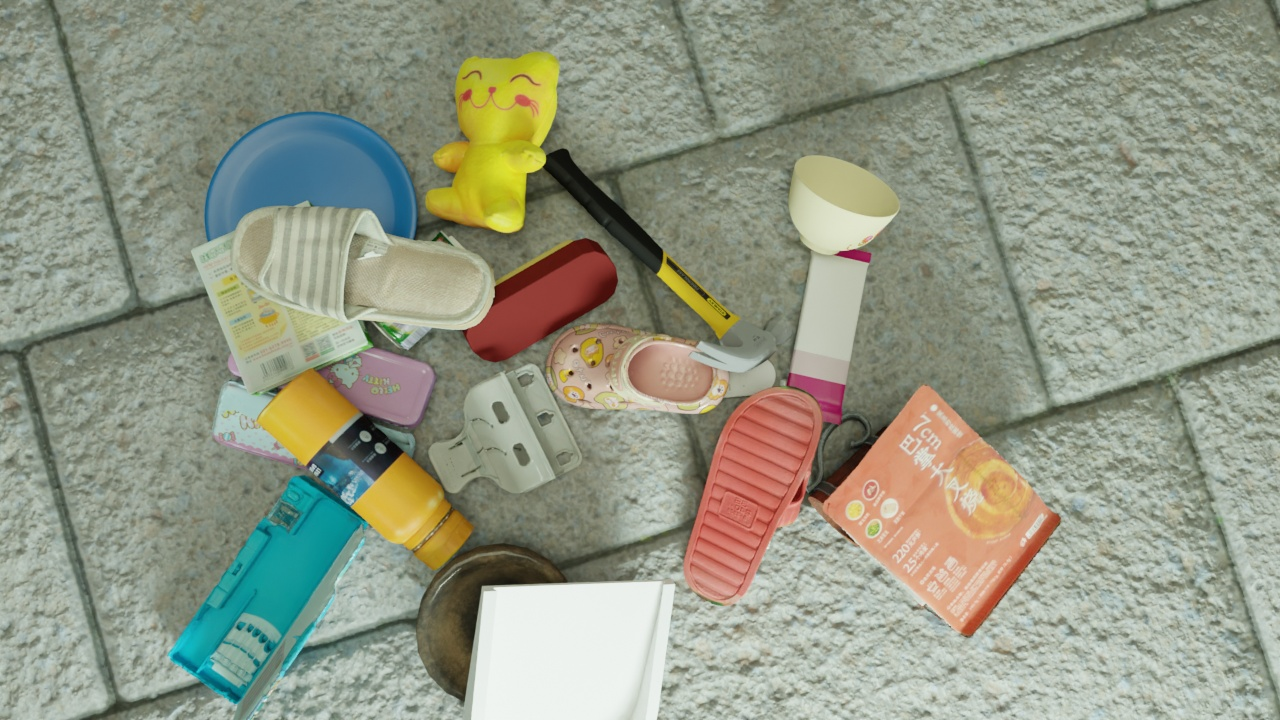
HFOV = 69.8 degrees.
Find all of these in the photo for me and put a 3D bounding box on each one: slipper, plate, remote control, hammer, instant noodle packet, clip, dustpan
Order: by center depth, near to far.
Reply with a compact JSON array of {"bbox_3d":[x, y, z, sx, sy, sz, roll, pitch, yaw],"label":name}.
[{"bbox_3d":[-0.072,0.342,0.899,0.191,0.053,0.258,3,111,-22],"label":"dustpan"},{"bbox_3d":[-0.280,-0.093,0.917,0.273,0.054,0.114,13,86,4],"label":"slipper"},{"bbox_3d":[0.297,0.149,0.924,0.221,0.084,0.164,42,86,-26],"label":"instant noodle packet"},{"bbox_3d":[-0.006,0.006,0.958,0.197,0.081,0.093,5,82,8],"label":"slipper"},{"bbox_3d":[-0.150,0.084,0.959,0.151,0.105,0.126,-25,85,-14],"label":"clip"},{"bbox_3d":[0.119,0.138,0.967,0.103,0.059,0.249,27,104,21],"label":"slipper"},{"bbox_3d":[0.015,-0.110,0.979,0.323,0.029,0.126,44,45,7],"label":"hammer"},{"bbox_3d":[-0.352,-0.155,0.991,0.224,0.024,0.224,0,86,-2],"label":"plate"},{"bbox_3d":[0.079,0.020,1.003,0.136,0.013,0.043,-5,87,-2],"label":"remote control"}]

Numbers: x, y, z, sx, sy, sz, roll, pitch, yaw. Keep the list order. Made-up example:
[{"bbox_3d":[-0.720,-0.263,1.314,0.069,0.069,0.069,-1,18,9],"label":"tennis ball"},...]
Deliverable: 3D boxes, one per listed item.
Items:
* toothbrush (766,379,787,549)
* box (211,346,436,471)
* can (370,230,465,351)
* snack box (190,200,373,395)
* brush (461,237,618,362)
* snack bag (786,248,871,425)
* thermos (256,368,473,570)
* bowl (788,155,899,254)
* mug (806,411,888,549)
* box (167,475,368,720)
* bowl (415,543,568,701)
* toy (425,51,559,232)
[{"bbox_3d":[0.146,0.113,1.001,0.017,0.012,0.186,10,86,-15],"label":"toothbrush"},{"bbox_3d":[-0.337,0.047,0.976,0.214,0.040,0.151,17,90,-1],"label":"box"},{"bbox_3d":[-0.228,-0.074,0.970,0.121,0.067,0.067,-44,89,-4],"label":"can"},{"bbox_3d":[-0.372,-0.065,0.954,0.132,0.027,0.168,-24,84,-3],"label":"snack box"},{"bbox_3d":[-0.110,-0.068,0.971,0.173,0.082,0.042,-30,54,-4],"label":"brush"},{"bbox_3d":[0.203,-0.032,1.005,0.070,0.016,0.196,12,81,-2],"label":"snack bag"},{"bbox_3d":[-0.275,0.115,0.935,0.232,0.092,0.076,44,72,-7],"label":"thermos"},{"bbox_3d":[0.206,-0.157,0.983,0.118,0.117,0.074,20,128,-1],"label":"bowl"},{"bbox_3d":[0.232,0.121,0.978,0.111,0.081,0.117,-45,65,-8],"label":"mug"},{"bbox_3d":[-0.363,0.251,0.939,0.168,0.086,0.227,31,85,35],"label":"box"},{"bbox_3d":[-0.146,0.264,0.940,0.162,0.070,0.162,-1,95,-9],"label":"bowl"},{"bbox_3d":[-0.144,-0.227,0.971,0.135,0.087,0.193,6,83,28],"label":"toy"}]
